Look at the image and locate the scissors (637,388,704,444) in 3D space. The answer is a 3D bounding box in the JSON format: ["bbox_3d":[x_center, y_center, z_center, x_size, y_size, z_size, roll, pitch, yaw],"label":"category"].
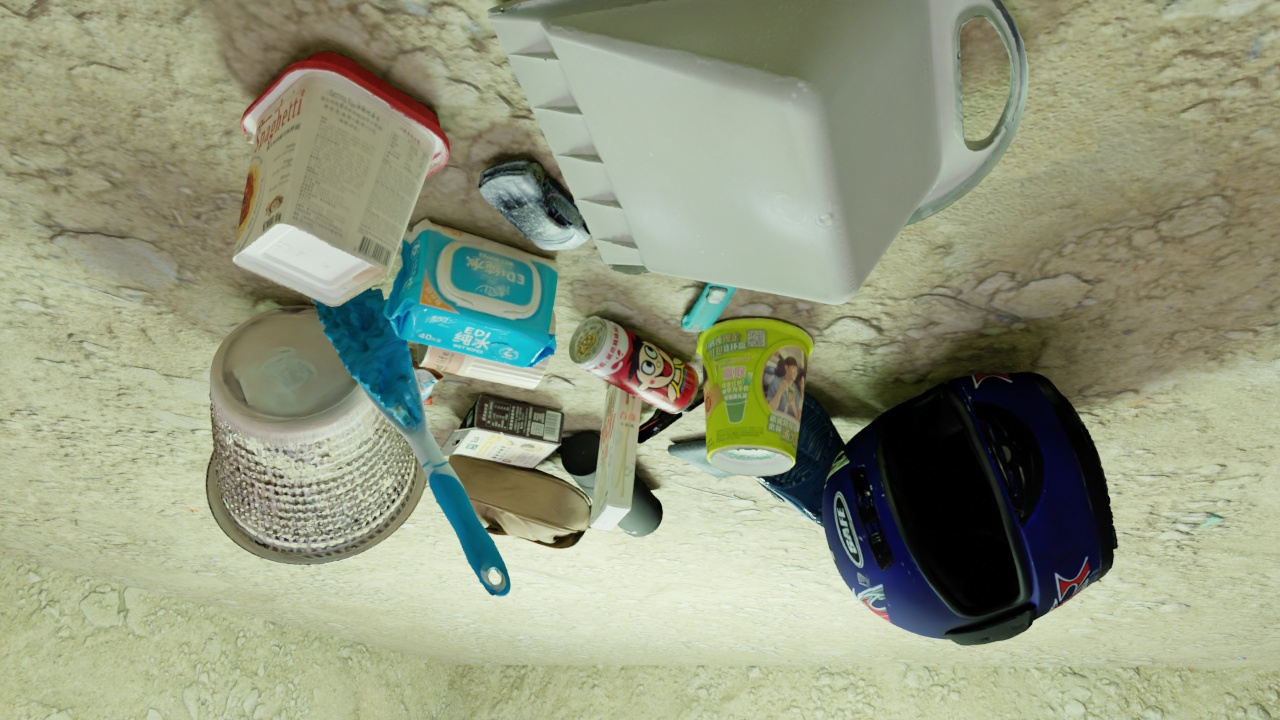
[{"bbox_3d":[-0.005,0.081,1.034,0.138,0.021,0.236,-33,178,-45],"label":"scissors"}]

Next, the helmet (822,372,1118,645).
[{"bbox_3d":[0.298,0.148,0.891,0.241,0.247,0.315,-21,155,10],"label":"helmet"}]

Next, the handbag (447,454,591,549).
[{"bbox_3d":[-0.166,0.187,1.214,0.205,0.099,0.147,10,164,34],"label":"handbag"}]

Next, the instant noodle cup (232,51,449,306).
[{"bbox_3d":[-0.202,-0.113,0.601,0.117,0.124,0.116,-20,144,41],"label":"instant noodle cup"}]

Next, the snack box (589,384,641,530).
[{"bbox_3d":[-0.023,0.089,0.946,0.027,0.156,0.085,11,153,-11],"label":"snack box"}]

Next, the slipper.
[{"bbox_3d":[0.164,0.098,1.011,0.252,0.105,0.095,39,175,-33],"label":"slipper"}]

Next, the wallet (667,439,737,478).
[{"bbox_3d":[0.106,0.123,1.153,0.097,0.019,0.120,-11,151,34],"label":"wallet"}]

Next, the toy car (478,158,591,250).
[{"bbox_3d":[-0.077,-0.111,0.687,0.049,0.031,0.105,-10,151,29],"label":"toy car"}]

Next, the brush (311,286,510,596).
[{"bbox_3d":[-0.194,0.055,0.786,0.060,0.314,0.110,-28,156,-14],"label":"brush"}]

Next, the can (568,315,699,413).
[{"bbox_3d":[-0.005,0.005,0.887,0.053,0.053,0.132,-18,146,40],"label":"can"}]

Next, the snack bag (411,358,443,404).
[{"bbox_3d":[-0.241,0.023,1.001,0.045,0.026,0.106,30,150,-6],"label":"snack bag"}]

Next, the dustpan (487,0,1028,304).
[{"bbox_3d":[0.081,-0.147,0.559,0.258,0.142,0.223,22,153,34],"label":"dustpan"}]

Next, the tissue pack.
[{"bbox_3d":[-0.134,-0.053,0.747,0.140,0.089,0.063,15,146,-21],"label":"tissue pack"}]

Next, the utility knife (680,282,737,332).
[{"bbox_3d":[0.063,-0.056,0.758,0.029,0.013,0.220,9,164,-5],"label":"utility knife"}]

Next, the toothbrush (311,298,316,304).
[{"bbox_3d":[-0.229,-0.034,0.893,0.180,0.016,0.016,15,151,-19],"label":"toothbrush"}]

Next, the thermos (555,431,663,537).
[{"bbox_3d":[-0.043,0.161,1.220,0.090,0.068,0.242,29,165,30],"label":"thermos"}]

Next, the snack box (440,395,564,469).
[{"bbox_3d":[-0.168,0.089,1.093,0.125,0.053,0.113,15,153,-18],"label":"snack box"}]

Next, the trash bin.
[{"bbox_3d":[-0.329,0.060,0.911,0.227,0.227,0.193,7,141,-4],"label":"trash bin"}]

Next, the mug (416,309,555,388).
[{"bbox_3d":[-0.144,-0.024,0.838,0.105,0.081,0.115,14,179,-21],"label":"mug"}]

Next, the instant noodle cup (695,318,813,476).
[{"bbox_3d":[0.104,0.039,0.856,0.112,0.123,0.112,5,155,2],"label":"instant noodle cup"}]
